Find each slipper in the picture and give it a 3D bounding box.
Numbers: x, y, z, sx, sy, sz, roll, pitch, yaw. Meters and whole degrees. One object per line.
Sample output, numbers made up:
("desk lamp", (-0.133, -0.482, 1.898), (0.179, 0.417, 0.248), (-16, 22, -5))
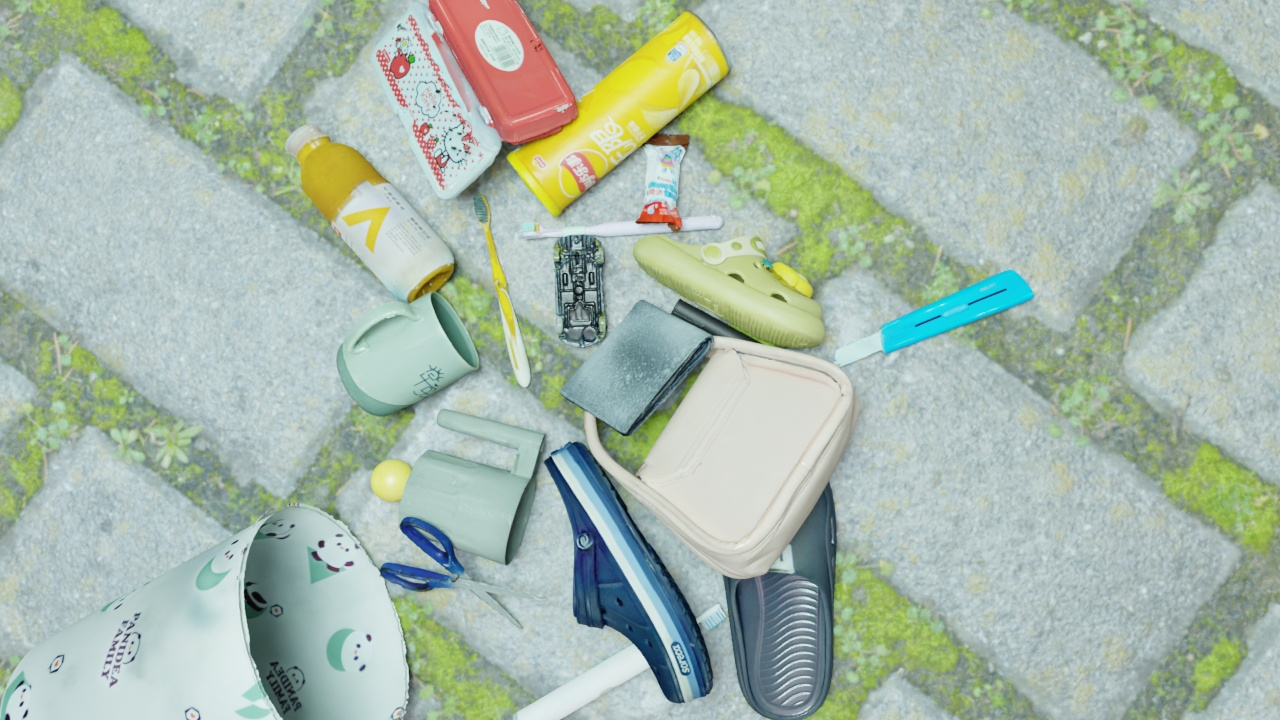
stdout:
("slipper", (-0.024, 0.191, 0.807), (0.095, 0.105, 0.252), (-30, 77, -1))
("slipper", (0.129, 0.198, 0.821), (0.111, 0.083, 0.268), (-4, 90, 1))
("slipper", (0.087, -0.078, 0.825), (0.190, 0.091, 0.081), (27, 88, 7))

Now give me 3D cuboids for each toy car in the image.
("toy car", (-0.056, -0.065, 0.859), (0.049, 0.031, 0.105), (-1, 95, 5))

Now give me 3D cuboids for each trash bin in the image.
("trash bin", (-0.369, 0.276, 0.787), (0.252, 0.229, 0.229), (-24, 88, 9))

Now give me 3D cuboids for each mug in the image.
("mug", (-0.219, -0.009, 0.830), (0.106, 0.112, 0.082), (-27, 58, 5))
("mug", (-0.152, 0.113, 0.839), (0.103, 0.083, 0.124), (15, 87, 5))

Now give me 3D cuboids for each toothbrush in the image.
("toothbrush", (-0.132, -0.067, 0.870), (0.016, 0.018, 0.191), (-14, 88, 4))
("toothbrush", (-0.019, 0.287, 0.855), (0.221, 0.027, 0.026), (-31, 82, 2))
("toothbrush", (-0.017, -0.128, 0.865), (0.189, 0.029, 0.021), (-2, 129, 2))

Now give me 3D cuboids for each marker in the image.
("marker", (0.089, -0.018, 0.855), (0.132, 0.022, 0.020), (29, 128, 3))

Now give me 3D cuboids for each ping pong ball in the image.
("ping pong ball", (-0.233, 0.113, 0.863), (0.040, 0.040, 0.040), (0, 89, 3))

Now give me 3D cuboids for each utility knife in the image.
("utility knife", (0.266, -0.035, 0.848), (0.191, 0.018, 0.034), (-23, 89, 4))

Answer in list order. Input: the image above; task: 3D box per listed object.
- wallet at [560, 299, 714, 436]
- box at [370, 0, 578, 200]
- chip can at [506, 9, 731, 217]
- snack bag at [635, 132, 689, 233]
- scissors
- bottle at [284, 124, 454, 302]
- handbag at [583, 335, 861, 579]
("wallet", (-0.005, 0.005, 0.822), (0.120, 0.019, 0.097), (-48, 46, -13))
("box", (-0.159, -0.258, 0.832), (0.161, 0.060, 0.201), (-31, 66, 4))
("chip can", (-0.019, -0.224, 0.840), (0.213, 0.072, 0.072), (-38, 87, 1))
("snack bag", (0.020, -0.166, 0.853), (0.045, 0.026, 0.105), (2, 70, 7))
("scissors", (-0.169, 0.196, 0.837), (0.176, 0.012, 0.162), (0, 133, 23))
("bottle", (-0.255, -0.139, 0.854), (0.068, 0.068, 0.189), (-42, 87, 2))
("handbag", (0.053, 0.060, 0.804), (0.234, 0.093, 0.193), (26, 70, 25))
